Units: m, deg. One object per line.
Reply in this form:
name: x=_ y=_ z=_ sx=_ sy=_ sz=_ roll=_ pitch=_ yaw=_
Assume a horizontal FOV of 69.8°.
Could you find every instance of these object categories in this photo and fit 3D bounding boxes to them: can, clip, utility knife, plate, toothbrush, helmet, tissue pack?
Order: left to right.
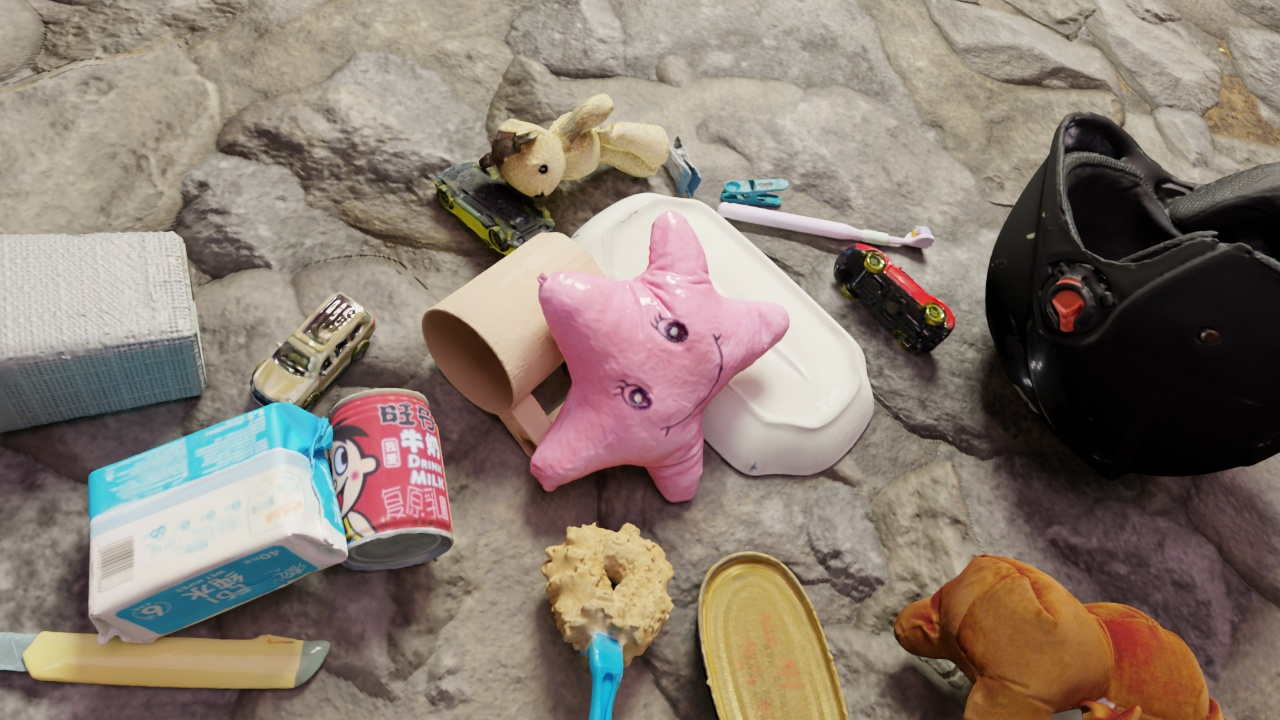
utility knife: x=-0.276 y=0.158 z=0.491 sx=0.207 sy=0.021 sz=0.030 roll=10 pitch=54 yaw=-18
tissue pack: x=-0.231 y=0.088 z=0.498 sx=0.140 sy=0.063 sz=0.090 roll=-22 pitch=57 yaw=-2
can: x=-0.151 y=0.071 z=0.549 sx=0.066 sy=0.067 sz=0.093 roll=-5 pitch=63 yaw=-19
clip: x=0.031 y=-0.163 z=0.760 sx=0.033 sy=0.025 sz=0.057 roll=-7 pitch=59 yaw=-26
plate: x=0.064 y=-0.032 z=0.689 sx=0.161 sy=0.034 sz=0.265 roll=-37 pitch=77 yaw=-30
clip: x=0.095 y=-0.141 z=0.768 sx=0.056 sy=0.040 sz=0.014 roll=-1 pitch=60 yaw=-9
can: x=0.076 y=0.191 z=0.547 sx=0.074 sy=0.049 sz=0.148 roll=-13 pitch=64 yaw=-5
toothbrush: x=0.156 y=-0.115 z=0.772 sx=0.189 sy=0.029 sz=0.021 roll=6 pitch=97 yaw=-12
helmet: x=0.370 y=-0.043 z=0.669 sx=0.232 sy=0.231 sz=0.274 roll=-28 pitch=73 yaw=-43

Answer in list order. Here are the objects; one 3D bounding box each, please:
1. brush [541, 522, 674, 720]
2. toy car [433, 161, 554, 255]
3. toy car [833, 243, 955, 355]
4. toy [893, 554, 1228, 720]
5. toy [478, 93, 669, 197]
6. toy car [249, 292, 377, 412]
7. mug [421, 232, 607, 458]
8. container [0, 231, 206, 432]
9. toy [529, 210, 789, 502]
brush: x=-0.021 y=0.191 z=0.494 sx=0.083 sy=0.046 sz=0.254 roll=20 pitch=40 yaw=-17
toy car: x=-0.110 y=-0.111 z=0.685 sx=0.105 sy=0.032 sz=0.048 roll=40 pitch=55 yaw=22
toy car: x=0.201 y=-0.052 z=0.731 sx=0.106 sy=0.049 sz=0.031 roll=42 pitch=58 yaw=10
toy: x=0.269 y=0.199 z=0.571 sx=0.199 sy=0.131 sz=0.140 roll=13 pitch=19 yaw=-21
toy: x=-0.044 y=-0.157 z=0.698 sx=0.156 sy=0.105 sz=0.066 roll=-12 pitch=85 yaw=-41
toy car: x=-0.212 y=-0.005 z=0.593 sx=0.042 sy=0.035 sz=0.090 roll=32 pitch=60 yaw=4
mug: x=-0.068 y=-0.011 z=0.620 sx=0.103 sy=0.084 sz=0.124 roll=-43 pitch=104 yaw=-32
container: x=-0.324 y=-0.020 z=0.540 sx=0.114 sy=0.090 sz=0.090 roll=-8 pitch=65 yaw=-24
toy: x=-0.003 y=0.003 z=0.590 sx=0.178 sy=0.075 sz=0.194 roll=35 pitch=85 yaw=-27
